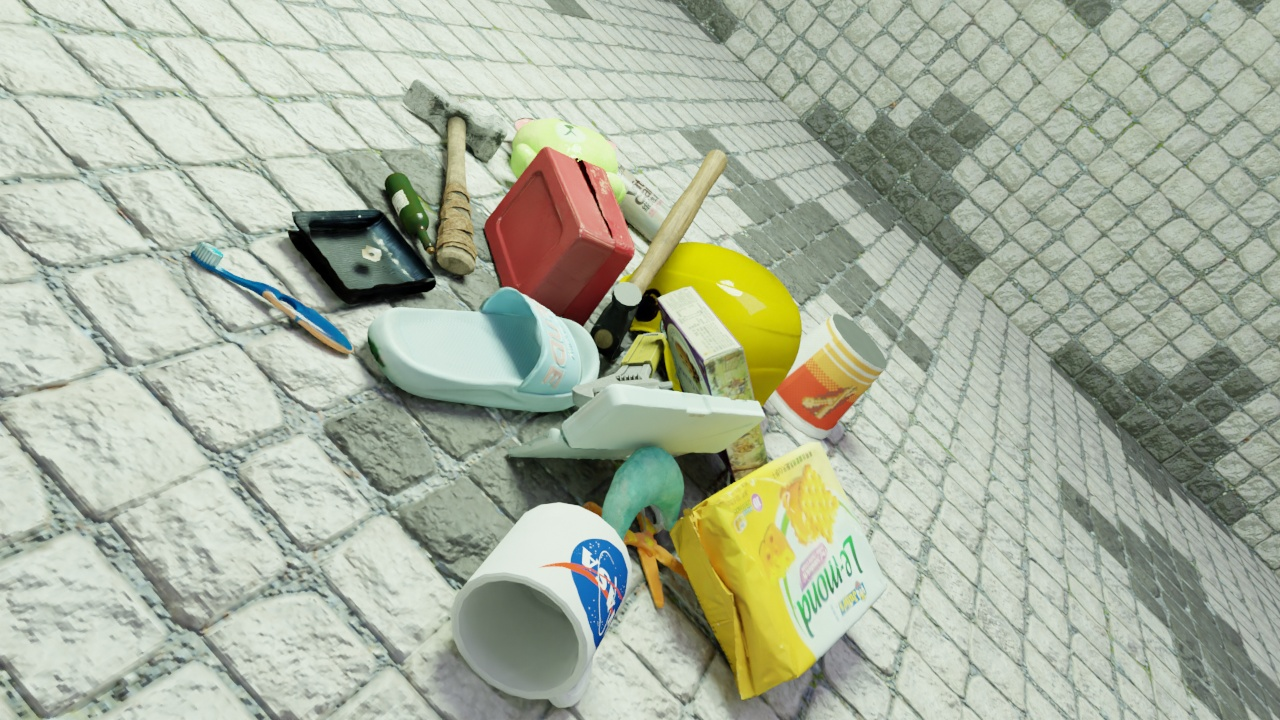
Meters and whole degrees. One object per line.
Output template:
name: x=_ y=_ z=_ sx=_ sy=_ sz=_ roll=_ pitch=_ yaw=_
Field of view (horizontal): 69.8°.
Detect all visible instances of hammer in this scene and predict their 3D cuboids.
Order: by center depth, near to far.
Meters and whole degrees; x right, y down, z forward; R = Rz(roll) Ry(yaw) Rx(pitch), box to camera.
hammer: x=-0.200 y=-0.198 z=0.990 sx=0.121 sy=0.049 sz=0.318 roll=23 pitch=34 yaw=-29
hammer: x=0.026 y=-0.126 z=0.994 sx=0.040 sy=0.133 sz=0.304 roll=30 pitch=54 yaw=0

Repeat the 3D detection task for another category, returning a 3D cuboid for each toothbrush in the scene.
toothbrush: x=-0.273 y=-0.046 z=0.690 sx=0.135 sy=0.017 sz=0.021 roll=35 pitch=30 yaw=-16

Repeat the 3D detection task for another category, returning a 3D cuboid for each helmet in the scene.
helmet: x=0.095 y=-0.064 z=1.083 sx=0.208 sy=0.140 sz=0.240 roll=5 pitch=44 yaw=-51

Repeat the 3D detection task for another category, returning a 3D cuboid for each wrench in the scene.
wrench: x=-0.005 y=0.005 z=0.877 sx=0.084 sy=0.018 sz=0.273 roll=-2 pitch=13 yaw=7

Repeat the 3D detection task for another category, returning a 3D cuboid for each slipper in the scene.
slipper: x=-0.118 y=-0.014 z=0.791 sx=0.245 sy=0.074 sz=0.104 roll=3 pitch=47 yaw=-50

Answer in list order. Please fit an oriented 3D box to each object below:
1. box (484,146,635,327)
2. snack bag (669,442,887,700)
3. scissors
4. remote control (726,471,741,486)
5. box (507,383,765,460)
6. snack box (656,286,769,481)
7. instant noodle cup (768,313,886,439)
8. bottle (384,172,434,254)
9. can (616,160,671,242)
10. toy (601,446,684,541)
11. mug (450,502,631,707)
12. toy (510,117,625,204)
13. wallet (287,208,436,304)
box: x=-0.084 y=-0.125 z=0.944 sx=0.092 sy=0.130 sz=0.157 roll=21 pitch=33 yaw=-35
snack bag: x=0.121 y=0.173 z=0.803 sx=0.246 sy=0.068 sz=0.159 roll=-14 pitch=80 yaw=-54
scissors: x=0.004 y=0.152 z=0.782 sx=0.125 sy=0.011 sz=0.127 roll=39 pitch=29 yaw=-8
remote control: x=0.111 y=0.116 z=0.958 sx=0.045 sy=0.008 sz=0.146 roll=40 pitch=17 yaw=-5
box: x=0.002 y=0.064 z=0.778 sx=0.196 sy=0.135 sz=0.040 roll=10 pitch=54 yaw=-47
snack box: x=0.072 y=0.020 z=0.911 sx=0.143 sy=0.040 sz=0.148 roll=-122 pitch=-167 yaw=-57
instant noodle cup: x=0.239 y=0.015 z=1.182 sx=0.123 sy=0.121 sz=0.123 roll=32 pitch=28 yaw=-20
bottle: x=-0.221 y=-0.141 z=0.892 sx=0.025 sy=0.025 sz=0.106 roll=8 pitch=43 yaw=-49
can: x=-0.006 y=-0.216 z=1.266 sx=0.135 sy=0.054 sz=0.054 roll=42 pitch=27 yaw=-3
toy: x=0.001 y=0.113 z=0.750 sx=0.033 sy=0.085 sz=0.105 roll=11 pitch=16 yaw=35
mug: x=-0.058 y=0.168 z=0.602 sx=0.090 sy=0.091 sz=0.121 roll=-49 pitch=126 yaw=-63
toy: x=-0.092 y=-0.231 z=1.130 sx=0.150 sy=0.107 sz=0.196 roll=12 pitch=24 yaw=-9
wallet: x=-0.239 y=-0.089 z=0.790 sx=0.089 sy=0.026 sz=0.114 roll=49 pitch=27 yaw=12
